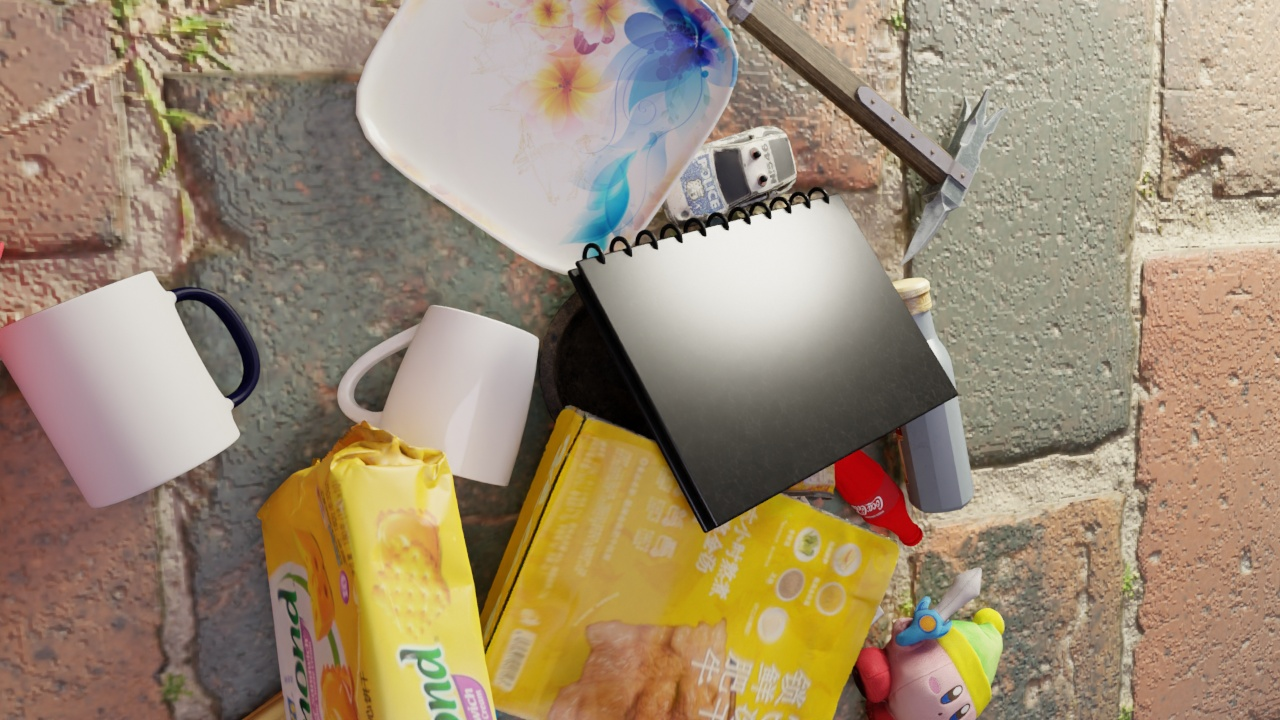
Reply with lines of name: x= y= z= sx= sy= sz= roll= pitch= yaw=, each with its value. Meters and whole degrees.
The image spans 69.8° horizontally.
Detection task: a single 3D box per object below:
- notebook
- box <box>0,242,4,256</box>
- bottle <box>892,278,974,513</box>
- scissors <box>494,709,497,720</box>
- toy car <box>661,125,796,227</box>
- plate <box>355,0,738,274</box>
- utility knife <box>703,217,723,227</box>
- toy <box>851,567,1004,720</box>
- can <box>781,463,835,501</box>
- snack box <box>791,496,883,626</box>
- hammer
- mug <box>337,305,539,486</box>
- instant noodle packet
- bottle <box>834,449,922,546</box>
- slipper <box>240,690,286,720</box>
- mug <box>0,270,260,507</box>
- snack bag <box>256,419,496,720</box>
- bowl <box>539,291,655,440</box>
notebook: x=0.083 y=-0.017 z=0.555 sx=0.230 sy=0.019 sz=0.169 roll=-20 pitch=77 yaw=-37
box: x=-0.322 y=0.047 z=0.330 sx=0.124 sy=0.316 sz=0.211 roll=18 pitch=90 yaw=-11
bottle: x=0.203 y=0.022 z=0.660 sx=0.046 sy=0.072 sz=0.161 roll=-10 pitch=102 yaw=19
scissors: x=-0.095 y=0.230 z=0.599 sx=0.090 sy=0.014 sz=0.141 roll=-29 pitch=103 yaw=-13
toy car: x=0.059 y=-0.120 z=0.596 sx=0.112 sy=0.041 sz=0.048 roll=-25 pitch=104 yaw=-30
plate: x=-0.053 y=-0.163 z=0.545 sx=0.187 sy=0.016 sz=0.187 roll=34 pitch=90 yaw=-10
utility knife: x=-0.005 y=-0.157 z=0.587 sx=0.031 sy=0.015 sz=0.209 roll=-43 pitch=109 yaw=-9
toy: x=0.226 y=0.226 z=0.699 sx=0.131 sy=0.097 sz=0.124 roll=-23 pitch=98 yaw=1
can: x=0.093 y=0.040 z=0.607 sx=0.067 sy=0.068 sz=0.105 roll=5 pitch=78 yaw=-22
snack box: x=0.106 y=0.154 z=0.661 sx=0.081 sy=0.026 sz=0.150 roll=-40 pitch=108 yaw=-13
hammer: x=0.107 y=-0.202 z=0.614 sx=0.316 sy=0.028 sz=0.147 roll=33 pitch=76 yaw=-19
mug: x=-0.120 y=0.016 z=0.538 sx=0.114 sy=0.081 sz=0.087 roll=15 pitch=84 yaw=9
instant noodle packet: x=0.029 y=0.142 z=0.531 sx=0.221 sy=0.084 sz=0.163 roll=23 pitch=86 yaw=-13
bottle: x=0.168 y=0.095 z=0.672 sx=0.119 sy=0.036 sz=0.036 roll=45 pitch=79 yaw=-20
slipper: x=-0.234 y=0.268 z=0.515 sx=0.263 sy=0.078 sz=0.099 roll=-36 pitch=110 yaw=-12
mug: x=-0.257 y=0.007 z=0.482 sx=0.111 sy=0.079 sz=0.097 roll=-36 pitch=110 yaw=-44
snack bag: x=-0.131 y=0.155 z=0.462 sx=0.068 sy=0.160 sz=0.247 roll=-5 pitch=76 yaw=-35
bowl: x=-0.003 y=0.004 z=0.582 sx=0.121 sy=0.056 sz=0.121 roll=0 pitch=94 yaw=-6
